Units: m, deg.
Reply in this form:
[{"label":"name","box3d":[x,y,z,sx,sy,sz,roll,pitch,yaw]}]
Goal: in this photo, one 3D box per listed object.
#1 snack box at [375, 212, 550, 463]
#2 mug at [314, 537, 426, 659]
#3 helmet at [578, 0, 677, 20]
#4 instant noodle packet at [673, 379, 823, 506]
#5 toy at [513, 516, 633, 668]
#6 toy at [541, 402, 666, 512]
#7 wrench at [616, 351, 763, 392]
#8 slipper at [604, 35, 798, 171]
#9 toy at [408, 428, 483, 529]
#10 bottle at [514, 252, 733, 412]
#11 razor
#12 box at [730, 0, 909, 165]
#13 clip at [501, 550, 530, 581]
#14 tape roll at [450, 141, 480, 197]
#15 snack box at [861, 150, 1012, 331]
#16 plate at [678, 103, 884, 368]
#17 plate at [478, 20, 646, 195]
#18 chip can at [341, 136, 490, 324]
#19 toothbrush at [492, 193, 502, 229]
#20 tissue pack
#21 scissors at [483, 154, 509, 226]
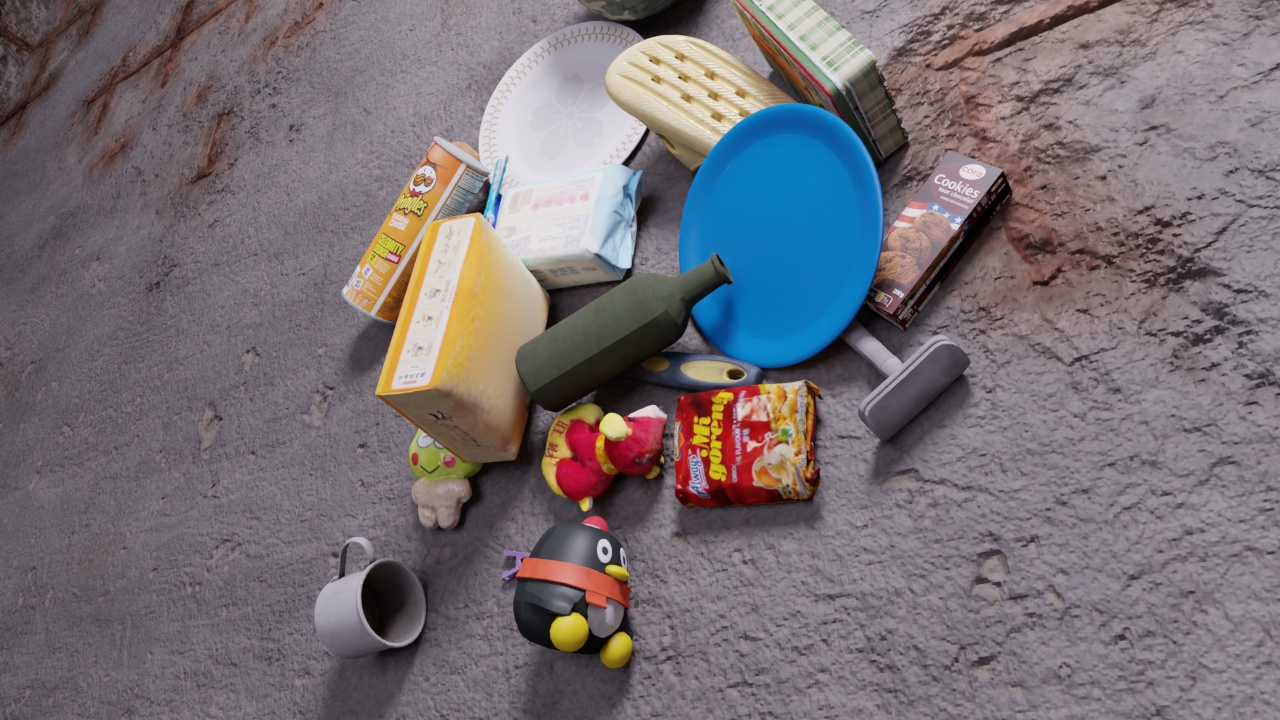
[{"label":"snack box","box3d":[-0.155,-0.020,0.878,0.081,0.145,0.194,-7,57,24]},{"label":"mug","box3d":[-0.265,0.227,0.881,0.071,0.084,0.113,-24,92,27]},{"label":"helmet","box3d":[-0.017,-0.502,1.004,0.225,0.236,0.192,-16,33,41]},{"label":"instant noodle packet","box3d":[0.087,0.068,0.753,0.136,0.039,0.098,-9,68,32]},{"label":"toy","box3d":[-0.053,0.181,0.756,0.100,0.097,0.119,-4,61,39]},{"label":"toy","box3d":[-0.039,0.085,0.822,0.138,0.067,0.105,-11,63,40]},{"label":"wrench","box3d":[-0.005,0.005,0.864,0.274,0.022,0.073,7,69,39]},{"label":"slipper","box3d":[0.082,-0.229,0.896,0.261,0.079,0.111,37,77,25]},{"label":"toy","box3d":[-0.199,0.113,0.932,0.092,0.046,0.115,-6,71,27]},{"label":"bottle","box3d":[-0.013,-0.030,0.826,0.207,0.071,0.071,-31,51,15]},{"label":"razor","box3d":[0.186,-0.004,0.721,0.088,0.047,0.116,-44,41,8]},{"label":"box","box3d":[0.159,-0.269,0.833,0.050,0.117,0.205,-35,52,9]},{"label":"clip","box3d":[-0.112,0.184,0.852,0.050,0.014,0.046,-42,46,14]},{"label":"tape roll","box3d":[-0.240,-0.229,1.159,0.094,0.027,0.093,-17,57,28]},{"label":"snack box","box3d":[0.231,-0.097,0.740,0.141,0.031,0.051,-53,48,1]},{"label":"plate","box3d":[0.119,-0.106,0.791,0.225,0.024,0.224,-2,88,49]},{"label":"plate","box3d":[-0.085,-0.287,1.071,0.243,0.016,0.242,-11,67,26]},{"label":"chip can","box3d":[-0.264,-0.151,1.080,0.215,0.075,0.075,-56,47,11]},{"label":"toothbrush","box3d":[-0.154,-0.228,1.107,0.016,0.018,0.182,3,71,39]},{"label":"tissue pack","box3d":[-0.076,-0.135,0.962,0.182,0.070,0.112,-4,64,33]},{"label":"scissors","box3d":[-0.174,-0.168,1.047,0.135,0.012,0.133,137,142,-60]}]
